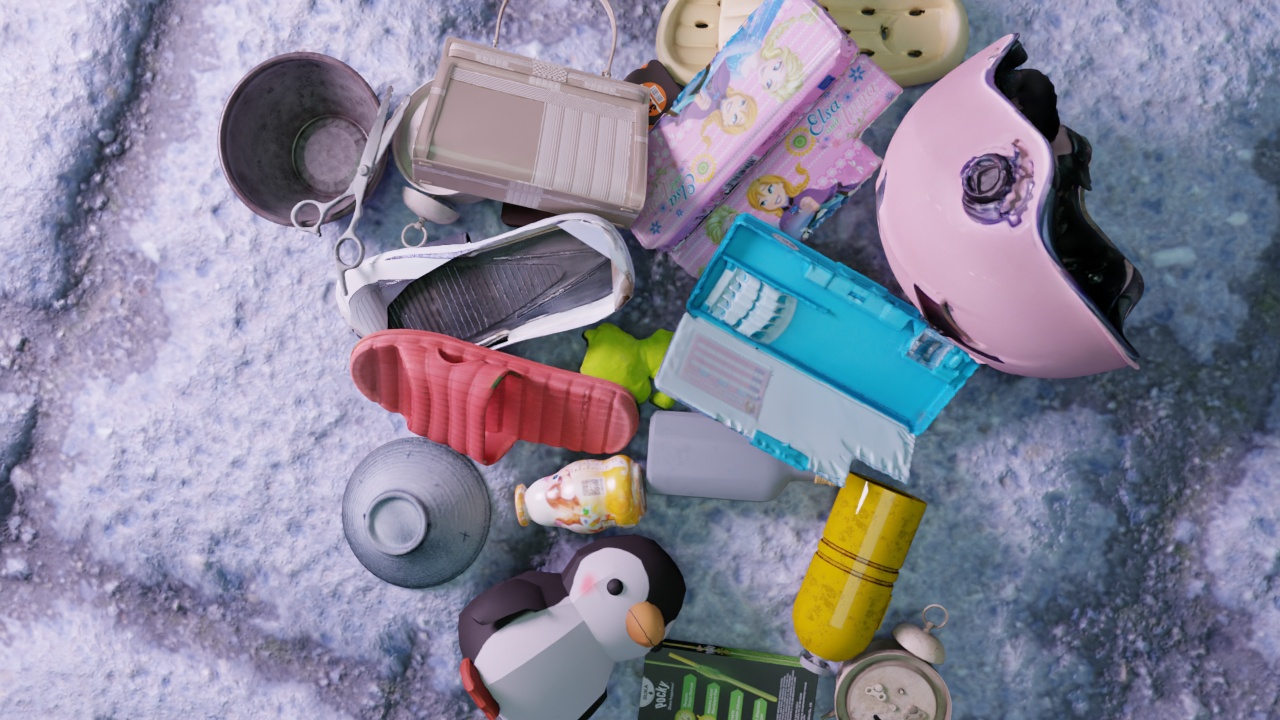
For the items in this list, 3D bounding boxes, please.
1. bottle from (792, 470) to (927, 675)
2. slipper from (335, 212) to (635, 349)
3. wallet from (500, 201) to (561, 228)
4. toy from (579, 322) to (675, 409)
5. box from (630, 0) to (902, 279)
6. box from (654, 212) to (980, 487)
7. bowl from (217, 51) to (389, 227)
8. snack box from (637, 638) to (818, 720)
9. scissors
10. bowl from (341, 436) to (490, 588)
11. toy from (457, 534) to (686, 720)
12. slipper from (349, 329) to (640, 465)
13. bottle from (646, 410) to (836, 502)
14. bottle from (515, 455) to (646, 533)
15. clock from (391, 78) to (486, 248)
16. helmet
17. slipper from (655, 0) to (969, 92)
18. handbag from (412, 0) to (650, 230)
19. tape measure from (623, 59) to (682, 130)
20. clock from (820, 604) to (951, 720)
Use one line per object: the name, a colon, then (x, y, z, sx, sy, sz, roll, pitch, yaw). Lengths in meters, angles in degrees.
bottle: (0.176, 0.181, 0.763, 0.071, 0.071, 0.164, 21, 93, 4)
slipper: (-0.129, -0.062, 0.774, 0.264, 0.063, 0.111, -12, 113, 20)
wallet: (-0.070, -0.170, 0.803, 0.091, 0.018, 0.115, 8, 90, 5)
toy: (-0.005, 0.005, 0.792, 0.093, 0.036, 0.094, -28, 95, -1)
box: (0.088, -0.162, 0.729, 0.160, 0.062, 0.231, 46, 118, 2)
box: (0.140, 0.004, 0.747, 0.227, 0.085, 0.170, 29, 86, -4)
bowl: (-0.279, -0.183, 0.792, 0.145, 0.067, 0.145, 0, 91, 4)
snack box: (0.075, 0.292, 0.795, 0.147, 0.025, 0.080, 7, 92, 4)
scissors: (-0.221, -0.137, 0.747, 0.161, 0.014, 0.117, -37, 87, 7)
bowl: (-0.204, 0.137, 0.797, 0.137, 0.057, 0.137, 0, 91, 4)
toy: (-0.053, 0.214, 0.769, 0.184, 0.140, 0.159, -33, 121, -5)
slipper: (-0.125, 0.042, 0.769, 0.249, 0.059, 0.104, 13, 130, -2)
bottle: (0.088, 0.083, 0.780, 0.161, 0.046, 0.072, 4, 91, 4)
bottle: (-0.051, 0.116, 0.783, 0.109, 0.063, 0.063, -7, 90, 6)
clock: (-0.162, -0.166, 0.787, 0.103, 0.061, 0.157, 26, 90, 16)
helmet: (0.266, -0.094, 0.679, 0.153, 0.229, 0.255, -25, 67, 30)
slipper: (0.143, -0.281, 0.755, 0.261, 0.079, 0.111, 3, 88, 4)
handbag: (-0.074, -0.222, 0.732, 0.175, 0.062, 0.197, 11, 78, -11)
tape measure: (0.007, -0.218, 0.785, 0.058, 0.038, 0.058, -39, 95, -8)
clock: (0.217, 0.263, 0.770, 0.093, 0.054, 0.141, 27, 100, 3)
